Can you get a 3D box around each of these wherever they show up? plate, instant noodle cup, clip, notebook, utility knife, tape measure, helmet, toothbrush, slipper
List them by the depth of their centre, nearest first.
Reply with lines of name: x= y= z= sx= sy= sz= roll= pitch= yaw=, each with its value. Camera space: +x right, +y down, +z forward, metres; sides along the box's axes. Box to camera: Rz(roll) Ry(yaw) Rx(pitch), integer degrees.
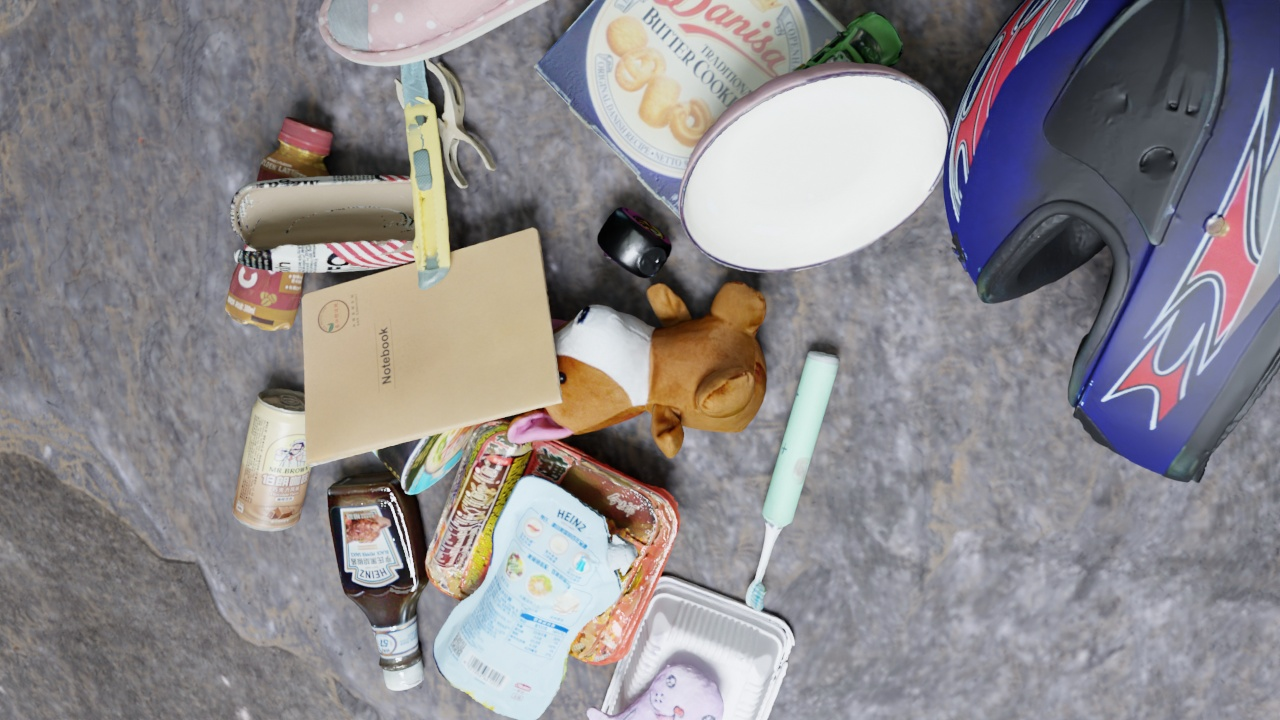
helmet: x=0.310 y=-0.113 z=0.565 sx=0.240 sy=0.246 sz=0.316 roll=34 pitch=110 yaw=30
plate: x=0.118 y=-0.136 z=0.646 sx=0.193 sy=0.192 sz=0.039 roll=-20 pitch=57 yaw=14
slipper: x=-0.126 y=-0.304 z=0.692 sx=0.275 sy=0.054 sz=0.114 roll=-17 pitch=67 yaw=11
notebook: x=-0.166 y=-0.011 z=0.706 sx=0.208 sy=0.008 sz=0.147 roll=-14 pitch=68 yaw=11
utility knife: x=-0.170 y=-0.154 z=0.718 sx=0.031 sy=0.021 sz=0.198 roll=-6 pitch=83 yaw=0
tape measure: x=-0.005 y=-0.090 z=0.722 sx=0.058 sy=0.057 sz=0.039 roll=37 pitch=105 yaw=-6
toothbrush: x=0.119 y=0.100 z=0.746 sx=0.026 sy=0.027 sz=0.225 roll=8 pitch=104 yaw=-28
clip: x=-0.168 y=-0.189 z=0.748 sx=0.082 sy=0.034 sz=0.104 roll=-13 pitch=99 yaw=11
instant noodle cup: x=-0.201 y=0.032 z=0.764 sx=0.120 sy=0.111 sz=0.111 roll=36 pitch=104 yaw=11
instant noodle cup: x=-0.068 y=0.144 z=0.764 sx=0.189 sy=0.079 sz=0.165 roll=25 pitch=104 yaw=7
instant noodle cup: x=0.043 y=0.286 z=0.779 sx=0.138 sy=0.060 sz=0.173 roll=20 pitch=104 yaw=7

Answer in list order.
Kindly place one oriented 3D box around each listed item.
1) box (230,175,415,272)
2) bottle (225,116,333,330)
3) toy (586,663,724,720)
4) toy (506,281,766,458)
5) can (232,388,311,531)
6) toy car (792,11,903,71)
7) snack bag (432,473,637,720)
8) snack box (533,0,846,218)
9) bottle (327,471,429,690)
box: x=-0.241 y=-0.113 z=0.735 sx=0.162 sy=0.076 sz=0.087 roll=-8 pitch=89 yaw=-18
bottle: x=-0.301 y=-0.115 z=0.774 sx=0.057 sy=0.057 sz=0.175 roll=22 pitch=103 yaw=7
toy: x=0.018 y=0.284 z=0.732 sx=0.108 sy=0.039 sz=0.084 roll=-43 pitch=81 yaw=16
toy: x=-0.004 y=0.004 z=0.708 sx=0.200 sy=0.139 sz=0.130 roll=-3 pitch=139 yaw=19
can: x=-0.321 y=0.088 z=0.813 sx=0.058 sy=0.058 sz=0.116 roll=18 pitch=103 yaw=7
toy car: x=0.140 y=-0.203 z=0.640 sx=0.091 sy=0.036 sz=0.043 roll=-39 pitch=92 yaw=11
snack bag: x=-0.084 y=0.187 z=0.716 sx=0.110 sy=0.038 sz=0.191 roll=33 pitch=107 yaw=12
snack box: x=0.045 y=-0.223 z=0.695 sx=0.178 sy=0.045 sz=0.183 roll=45 pitch=105 yaw=0
bottle: x=-0.228 y=0.199 z=0.824 sx=0.080 sy=0.044 sz=0.195 roll=-6 pitch=100 yaw=13
